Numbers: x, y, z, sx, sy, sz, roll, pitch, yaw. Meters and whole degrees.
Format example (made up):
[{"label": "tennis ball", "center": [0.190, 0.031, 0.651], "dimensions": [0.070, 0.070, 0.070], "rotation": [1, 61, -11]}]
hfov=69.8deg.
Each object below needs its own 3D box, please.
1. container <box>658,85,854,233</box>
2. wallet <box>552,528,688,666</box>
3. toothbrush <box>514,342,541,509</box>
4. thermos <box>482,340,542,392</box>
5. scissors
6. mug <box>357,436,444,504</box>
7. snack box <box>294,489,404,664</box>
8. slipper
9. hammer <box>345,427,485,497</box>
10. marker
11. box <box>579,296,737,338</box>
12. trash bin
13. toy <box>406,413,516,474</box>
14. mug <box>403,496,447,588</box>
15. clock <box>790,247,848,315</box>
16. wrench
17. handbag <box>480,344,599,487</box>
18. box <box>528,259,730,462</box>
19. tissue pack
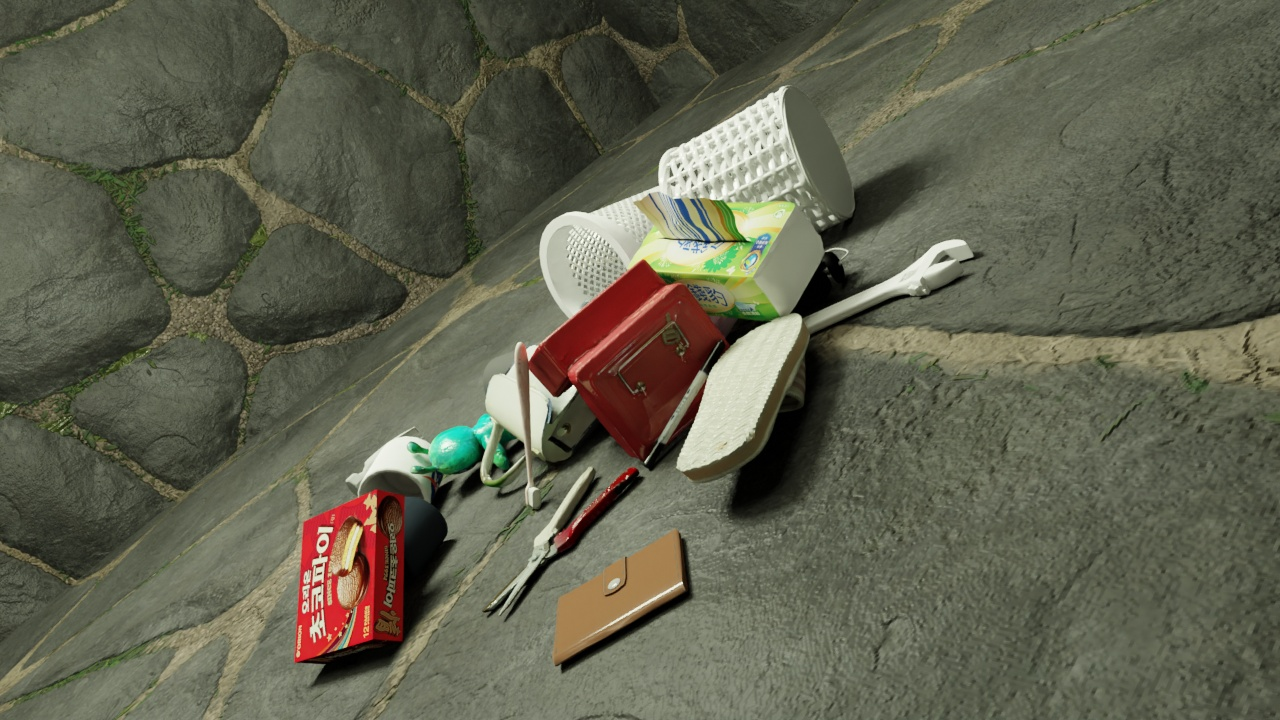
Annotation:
[{"label": "container", "center": [0.153, -0.230, 1.197], "dimensions": [0.187, 0.189, 0.188], "rotation": [-23, 21, 31]}, {"label": "wallet", "center": [-0.018, 0.185, 0.726], "dimensions": [0.121, 0.013, 0.087], "rotation": [-33, 18, 10]}, {"label": "toothbrush", "center": [-0.121, 0.070, 0.981], "dimensions": [0.015, 0.181, 0.018], "rotation": [-8, 8, -28]}, {"label": "thermos", "center": [-0.115, 0.010, 1.249], "dimensions": [0.241, 0.082, 0.082], "rotation": [-16, 26, 46]}, {"label": "scissors", "center": [-0.073, 0.163, 0.889], "dimensions": [0.185, 0.015, 0.179], "rotation": [-32, 19, 13]}, {"label": "mug", "center": [-0.320, 0.174, 1.217], "dimensions": [0.090, 0.091, 0.121], "rotation": [-85, 18, -67]}, {"label": "snack box", "center": [-0.306, 0.230, 0.968], "dimensions": [0.133, 0.035, 0.151], "rotation": [-24, 59, 32]}, {"label": "slipper", "center": [0.100, 0.037, 0.833], "dimensions": [0.115, 0.052, 0.262], "rotation": [-28, 15, 29]}, {"label": "hammer", "center": [-0.321, 0.140, 1.373], "dimensions": [0.329, 0.039, 0.130], "rotation": [-15, 26, 48]}, {"label": "marker", "center": [0.045, 0.042, 0.916], "dimensions": [0.152, 0.011, 0.011], "rotation": [-58, 22, -11]}, {"label": "box", "center": [0.027, -0.060, 1.119], "dimensions": [0.153, 0.066, 0.201], "rotation": [-43, 38, -2]}, {"label": "trash bin", "center": [-0.010, -0.162, 1.361], "dimensions": [0.199, 0.195, 0.196], "rotation": [-37, 15, -37]}, {"label": "toy", "center": [-0.209, 0.097, 1.191], "dimensions": [0.193, 0.072, 0.130], "rotation": [-24, 26, -12]}, {"label": "mug", "center": [-0.276, 0.217, 1.053], "dimensions": [0.105, 0.071, 0.077], "rotation": [-56, 1, 39]}, {"label": "clock", "center": [0.179, -0.090, 1.026], "dimensions": [0.120, 0.042, 0.091], "rotation": [-37, 17, -5]}, {"label": "wrench", "center": [0.202, -0.050, 0.925], "dimensions": [0.274, 0.018, 0.066], "rotation": [-26, 20, 32]}, {"label": "handbag", "center": [-0.138, 0.074, 1.096], "dimensions": [0.176, 0.074, 0.151], "rotation": [-54, 37, -7]}, {"label": "box", "center": [-0.019, -0.006, 0.984], "dimensions": [0.156, 0.156, 0.170], "rotation": [-40, 19, -17]}, {"label": "tissue pack", "center": [0.073, -0.128, 0.976], "dimensions": [0.198, 0.141, 0.120], "rotation": [2, 55, 43]}]
